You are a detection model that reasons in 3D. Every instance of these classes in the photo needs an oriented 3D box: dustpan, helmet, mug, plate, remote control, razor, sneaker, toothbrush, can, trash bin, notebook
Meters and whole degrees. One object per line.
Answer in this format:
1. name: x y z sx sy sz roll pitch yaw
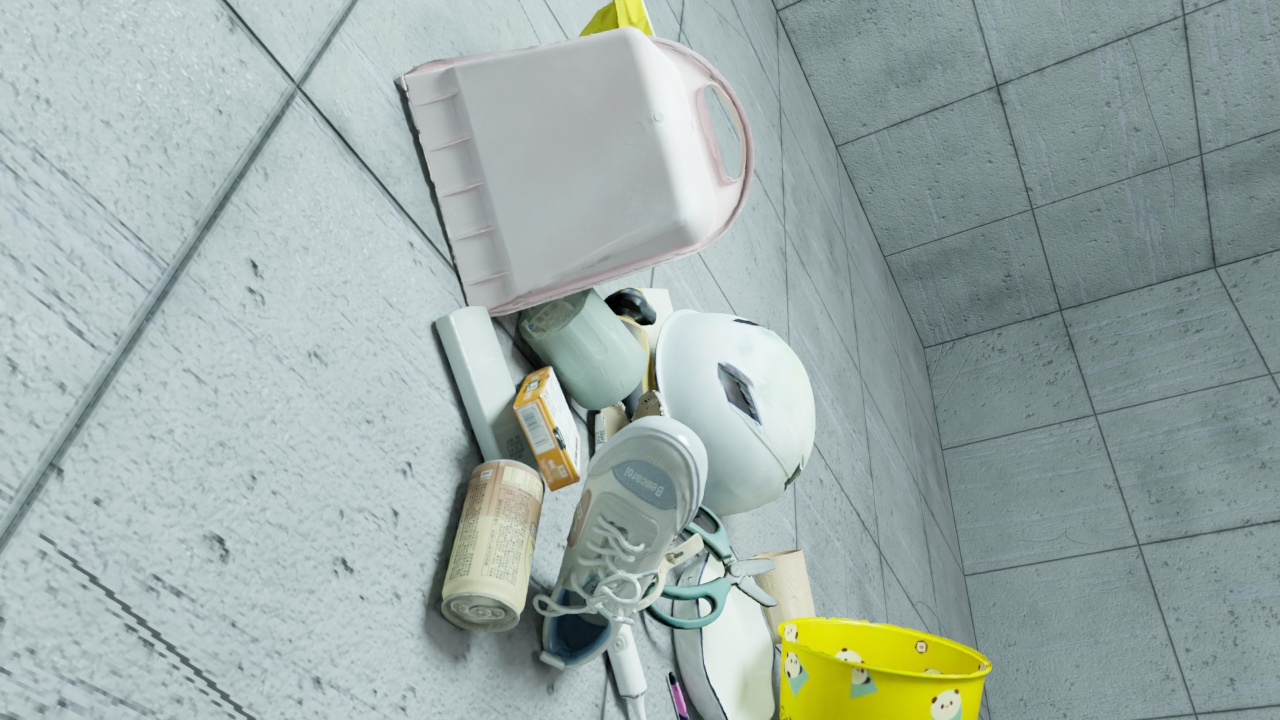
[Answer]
1. dustpan: -0.040 -0.172 0.812 0.138 0.274 0.222 -23 100 -77
2. helmet: 0.121 0.058 1.052 0.228 0.146 0.259 -69 148 -45
3. mug: -0.060 -0.027 0.876 0.103 0.084 0.124 52 4 -38
4. plate: 0.092 0.309 1.011 0.205 0.046 0.204 44 37 -47
5. remote control: -0.124 0.029 0.750 0.058 0.021 0.150 -24 96 -66
6. razor: -0.006 0.006 0.993 0.067 0.062 0.167 0 77 -35
7. sneaker: -0.026 0.146 0.690 0.089 0.243 0.090 30 36 11
8. mug: 0.173 0.300 1.173 0.125 0.084 0.103 94 -15 -80
9. toothbrush: -0.015 0.269 0.824 0.026 0.027 0.221 29 45 -88
10. toothbrush: 0.055 0.401 0.906 0.017 0.014 0.189 -13 85 -54
11. can: -0.106 0.133 0.671 0.058 0.059 0.116 53 30 -38
12. trash bin: 0.252 0.437 1.011 0.229 0.230 0.255 13 84 -64
13. notebook: 0.032 0.010 1.123 0.145 0.010 0.206 -8 81 -67

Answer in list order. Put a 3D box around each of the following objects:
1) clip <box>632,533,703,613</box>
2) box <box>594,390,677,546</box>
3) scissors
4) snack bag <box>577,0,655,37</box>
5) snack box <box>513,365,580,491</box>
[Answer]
1. clip: 0.010 0.201 0.898 0.099 0.066 0.034 -42 113 -40
2. box: 0.006 0.106 0.906 0.076 0.087 0.162 47 31 -58
3. scissors: 0.060 0.202 0.963 0.170 0.019 0.181 -7 53 -29
4. snack bag: -0.035 -0.255 0.952 0.247 0.068 0.158 161 -88 -72
5. snack box: -0.075 0.052 0.766 0.153 0.026 0.075 -113 -179 -81
